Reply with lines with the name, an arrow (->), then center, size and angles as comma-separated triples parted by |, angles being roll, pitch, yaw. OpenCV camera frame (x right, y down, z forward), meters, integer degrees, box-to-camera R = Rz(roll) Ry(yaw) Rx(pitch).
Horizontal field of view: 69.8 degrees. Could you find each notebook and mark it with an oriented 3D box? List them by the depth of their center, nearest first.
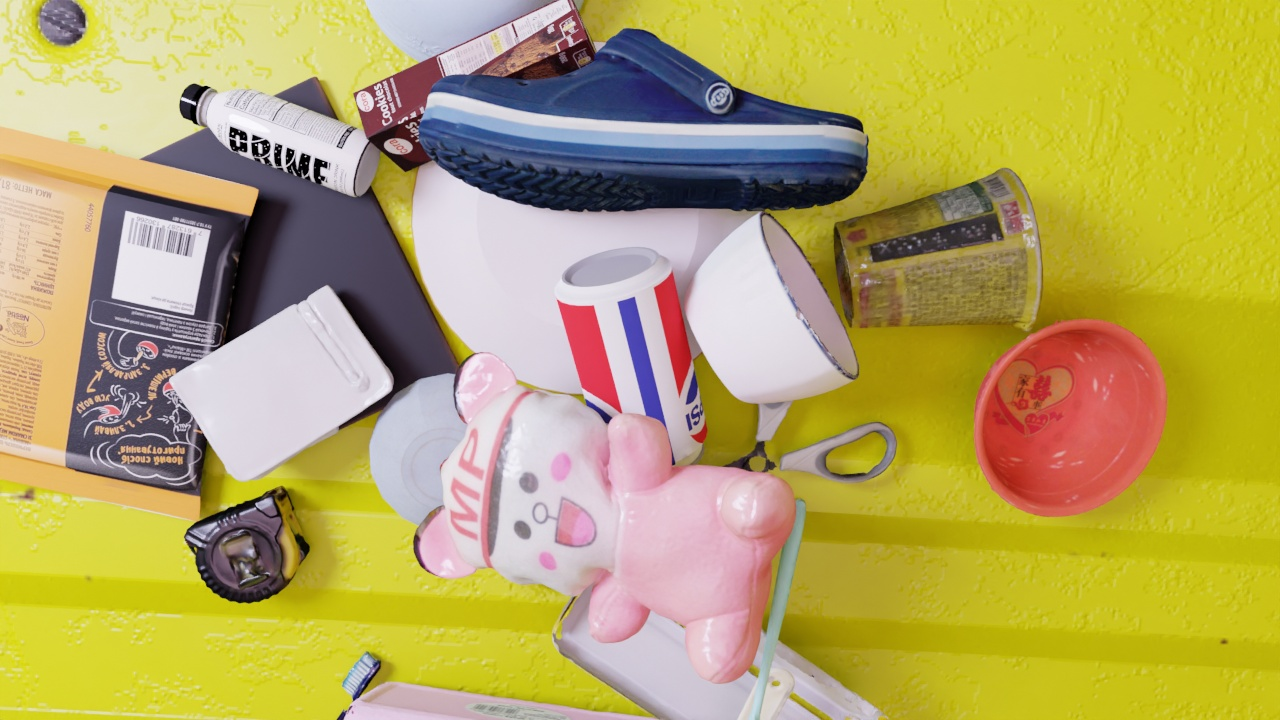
notebook -> -0.225, -0.056, 0.594 | 0.141, 0.008, 0.209 | -25, 95, 0

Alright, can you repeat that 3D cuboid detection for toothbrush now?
toothbrush -> 0.085, 0.160, 0.564 | 0.016, 0.016, 0.180 | 31, 49, -13
toothbrush -> -0.232, 0.276, 0.621 | 0.017, 0.016, 0.189 | 35, 93, 5

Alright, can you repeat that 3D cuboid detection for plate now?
plate -> -0.034, -0.091, 0.591 | 0.230, 0.021, 0.230 | 0, 95, -2

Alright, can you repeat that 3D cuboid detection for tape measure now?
tape measure -> -0.253, 0.124, 0.592 | 0.067, 0.038, 0.062 | -21, 99, -7

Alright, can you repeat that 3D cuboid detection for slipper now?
slipper -> 0.004, -0.136, 0.528 | 0.253, 0.105, 0.095 | 3, 89, -5

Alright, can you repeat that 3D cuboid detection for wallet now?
wallet -> -0.221, 0.015, 0.578 | 0.116, 0.032, 0.086 | -30, 92, -8

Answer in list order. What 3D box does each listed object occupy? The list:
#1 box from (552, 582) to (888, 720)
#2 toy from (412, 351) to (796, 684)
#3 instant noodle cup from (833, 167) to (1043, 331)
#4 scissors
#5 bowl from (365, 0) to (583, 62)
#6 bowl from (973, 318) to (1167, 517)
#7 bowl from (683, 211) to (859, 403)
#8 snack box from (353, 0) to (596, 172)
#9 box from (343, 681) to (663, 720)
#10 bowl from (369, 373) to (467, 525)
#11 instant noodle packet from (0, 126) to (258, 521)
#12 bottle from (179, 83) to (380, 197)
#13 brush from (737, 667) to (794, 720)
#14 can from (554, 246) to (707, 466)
box -> 0.049, 0.206, 0.590 | 0.210, 0.080, 0.084 | 35, 74, -4
toy -> -0.024, 0.087, 0.519 | 0.213, 0.084, 0.142 | 15, 107, 14
instant noodle cup -> 0.180, -0.060, 0.570 | 0.108, 0.102, 0.102 | -9, 95, 7
scissors -> 0.092, 0.055, 0.605 | 0.157, 0.012, 0.169 | 6, 88, -3
bowl -> -0.105, -0.254, 0.543 | 0.150, 0.075, 0.150 | 0, 92, -1
bowl -> 0.267, 0.033, 0.594 | 0.130, 0.045, 0.130 | -2, 104, -8
bowl -> 0.075, -0.025, 0.554 | 0.066, 0.116, 0.116 | -30, 96, 21
snack box -> -0.095, -0.164, 0.553 | 0.141, 0.051, 0.031 | -22, 75, 7
box -> -0.083, 0.270, 0.581 | 0.201, 0.101, 0.103 | 5, 85, 7
bowl -> -0.123, 0.064, 0.587 | 0.106, 0.039, 0.106 | -1, 100, -4
instant noodle packet -> -0.341, -0.019, 0.575 | 0.160, 0.032, 0.221 | 13, 99, -4
bottle -> -0.221, -0.138, 0.561 | 0.116, 0.041, 0.041 | 20, 94, -4
brush -> 0.050, 0.283, 0.601 | 0.033, 0.012, 0.218 | 20, 112, -6
can -> -0.003, 0.003, 0.559 | 0.070, 0.070, 0.132 | -14, 115, -1
